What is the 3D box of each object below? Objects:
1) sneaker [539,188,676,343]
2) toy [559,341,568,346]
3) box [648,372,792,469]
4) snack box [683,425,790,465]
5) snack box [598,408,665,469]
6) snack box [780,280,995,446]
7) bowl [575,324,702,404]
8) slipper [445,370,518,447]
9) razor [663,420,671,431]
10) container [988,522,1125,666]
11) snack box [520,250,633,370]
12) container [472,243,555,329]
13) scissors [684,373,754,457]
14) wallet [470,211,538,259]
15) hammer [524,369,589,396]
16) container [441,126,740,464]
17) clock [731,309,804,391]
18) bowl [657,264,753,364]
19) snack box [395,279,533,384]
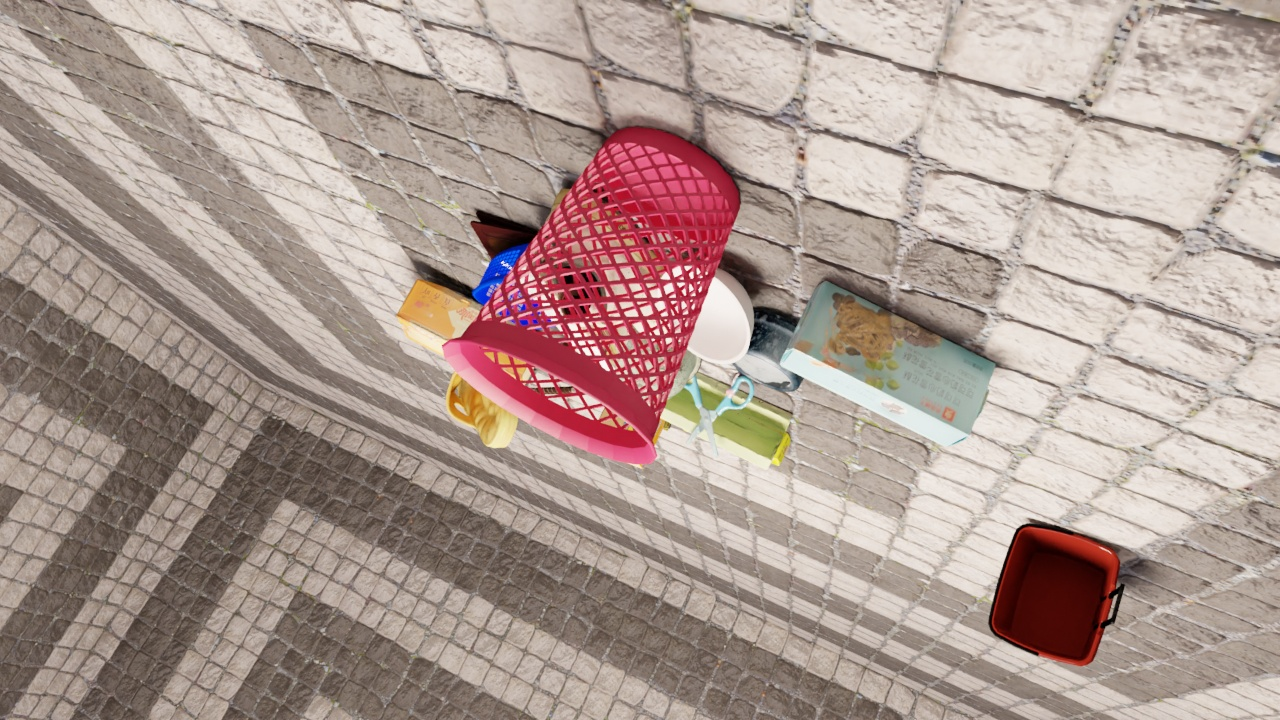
[{"bbox_3d":[-0.028,-0.065,0.930,0.089,0.102,0.241,14,158,36],"label":"sneaker"},{"bbox_3d":[-0.090,-0.002,1.246,0.087,0.067,0.113,1,169,-12],"label":"toy"},{"bbox_3d":[0.099,0.066,1.194,0.188,0.089,0.077,23,-168,10],"label":"box"},{"bbox_3d":[0.128,0.097,1.253,0.148,0.040,0.029,19,161,24],"label":"snack box"},{"bbox_3d":[-0.012,0.093,1.360,0.040,0.088,0.126,18,160,26],"label":"snack box"},{"bbox_3d":[0.219,0.004,0.817,0.175,0.074,0.053,26,163,3],"label":"snack box"},{"bbox_3d":[-0.006,0.007,1.097,0.157,0.038,0.158,5,144,4],"label":"bowl"},{"bbox_3d":[-0.265,0.054,1.451,0.078,0.099,0.263,14,-164,-30],"label":"slipper"},{"bbox_3d":[0.088,0.096,1.325,0.106,0.042,0.026,19,160,-5],"label":"razor"},{"bbox_3d":[0.481,0.270,1.059,0.127,0.148,0.201,15,168,30],"label":"container"},{"bbox_3d":[-0.069,-0.062,0.977,0.026,0.081,0.150,-27,114,30],"label":"snack box"},{"bbox_3d":[-0.126,-0.085,1.041,0.096,0.058,0.114,33,157,-28],"label":"container"},{"bbox_3d":[0.079,0.051,1.143,0.125,0.136,0.015,44,-150,13],"label":"scissors"},{"bbox_3d":[-0.129,-0.126,1.048,0.116,0.018,0.091,19,160,19],"label":"wallet"},{"bbox_3d":[-0.146,0.046,1.399,0.044,0.098,0.323,31,162,-27],"label":"hammer"},{"bbox_3d":[-0.022,-0.060,0.739,0.183,0.225,0.183,25,162,8],"label":"container"},{"bbox_3d":[0.125,-0.012,0.949,0.130,0.052,0.090,15,158,46],"label":"clock"},{"bbox_3d":[0.072,-0.054,0.897,0.110,0.040,0.110,30,142,27],"label":"bowl"},{"bbox_3d":[-0.244,-0.038,1.337,0.195,0.080,0.145,27,167,-2],"label":"snack box"}]
